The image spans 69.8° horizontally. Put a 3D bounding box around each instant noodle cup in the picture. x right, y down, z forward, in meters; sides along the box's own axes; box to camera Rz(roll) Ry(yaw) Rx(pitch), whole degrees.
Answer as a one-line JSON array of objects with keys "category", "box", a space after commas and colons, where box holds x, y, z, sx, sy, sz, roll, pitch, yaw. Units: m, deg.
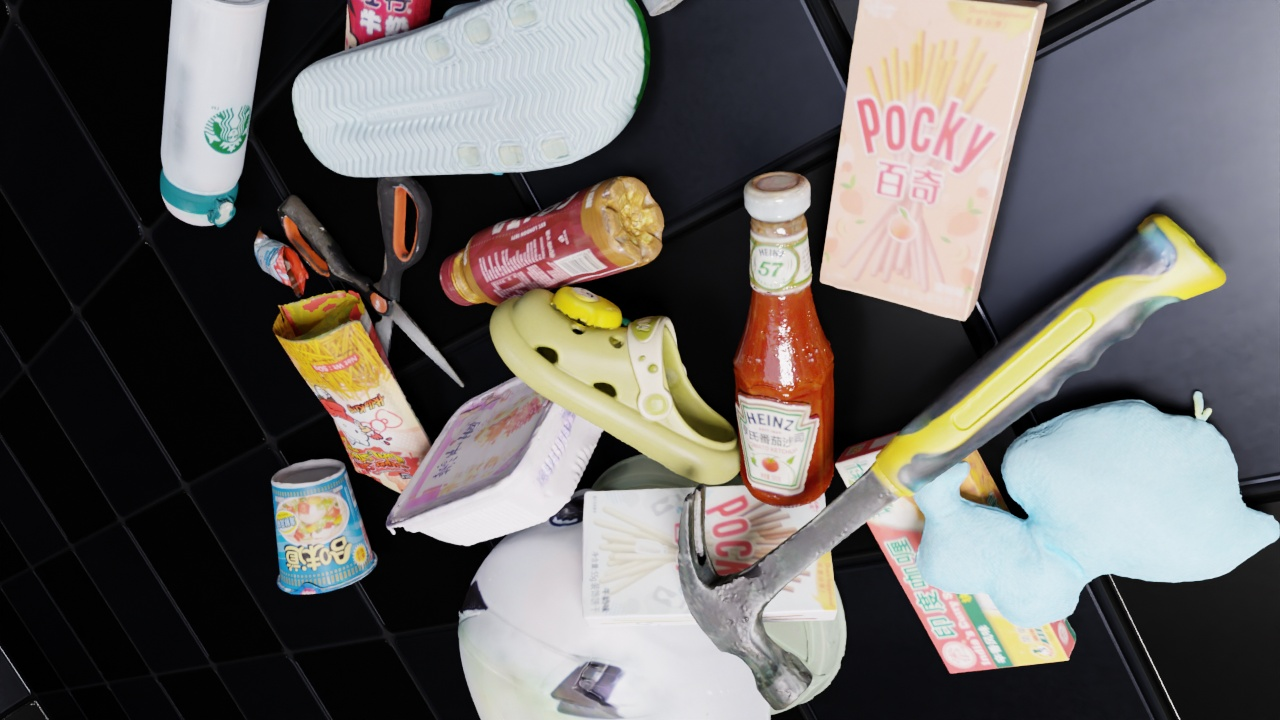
[{"category": "instant noodle cup", "box": [-0.100, 0.076, 0.685, 0.060, 0.137, 0.174, 44, 136, -20]}, {"category": "instant noodle cup", "box": [-0.320, 0.160, 0.912, 0.099, 0.099, 0.110, 5, 108, 34]}]

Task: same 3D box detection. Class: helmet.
[{"category": "helmet", "box": [-0.041, 0.227, 0.665, 0.259, 0.145, 0.229, 9, 118, 33]}]

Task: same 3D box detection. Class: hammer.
[{"category": "hammer", "box": [0.143, 0.048, 0.480, 0.126, 0.031, 0.324, 48, 113, 10]}]

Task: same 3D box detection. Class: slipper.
[{"category": "slipper", "box": [-0.004, 0.004, 0.597, 0.190, 0.091, 0.082, 34, 106, -2]}, {"category": "slipper", "box": [-0.107, -0.173, 0.582, 0.246, 0.074, 0.104, -6, 119, 20]}]

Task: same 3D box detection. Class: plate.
[{"category": "plate", "box": [0.042, 0.176, 0.693, 0.230, 0.027, 0.230, 17, 122, 29]}]

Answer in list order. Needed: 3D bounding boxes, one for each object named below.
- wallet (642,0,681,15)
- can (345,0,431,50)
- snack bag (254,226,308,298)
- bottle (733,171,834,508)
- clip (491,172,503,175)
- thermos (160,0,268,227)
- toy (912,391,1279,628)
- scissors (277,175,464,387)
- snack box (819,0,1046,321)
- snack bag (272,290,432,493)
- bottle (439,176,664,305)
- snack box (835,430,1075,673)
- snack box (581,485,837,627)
[{"category": "wallet", "box": [0.011, -0.264, 0.475, 0.107, 0.036, 0.130, -24, 97, 43]}, {"category": "can", "box": [-0.171, -0.220, 0.620, 0.053, 0.053, 0.133, 31, 128, 19]}, {"category": "snack bag", "box": [-0.317, -0.087, 0.804, 0.104, 0.026, 0.048, 26, 131, 48]}, {"category": "bottle", "box": [0.082, -0.007, 0.528, 0.060, 0.059, 0.206, 14, 129, 30]}, {"category": "clip", "box": [-0.115, -0.151, 0.643, 0.057, 0.014, 0.046, 37, 128, 16]}, {"category": "thermos", "box": [-0.352, -0.207, 0.751, 0.073, 0.073, 0.225, 41, 131, 11]}, {"category": "toy", "box": [0.231, 0.078, 0.479, 0.161, 0.049, 0.156, 26, 113, 15]}, {"category": "scissors", "box": [-0.225, -0.066, 0.762, 0.221, 0.021, 0.231, 33, 131, 19]}, {"category": "snack box", "box": [0.144, -0.104, 0.470, 0.084, 0.026, 0.157, 19, 124, 28]}, {"category": "snack bag", "box": [-0.238, 0.042, 0.798, 0.129, 0.073, 0.208, 10, 132, 31]}, {"category": "bottle", "box": [-0.067, -0.073, 0.619, 0.175, 0.057, 0.057, -12, 106, 39]}, {"category": "snack box", "box": [0.189, 0.113, 0.552, 0.077, 0.026, 0.156, -25, 97, 41]}, {"category": "snack box", "box": [0.042, 0.123, 0.583, 0.157, 0.084, 0.027, -3, 150, 4]}]
